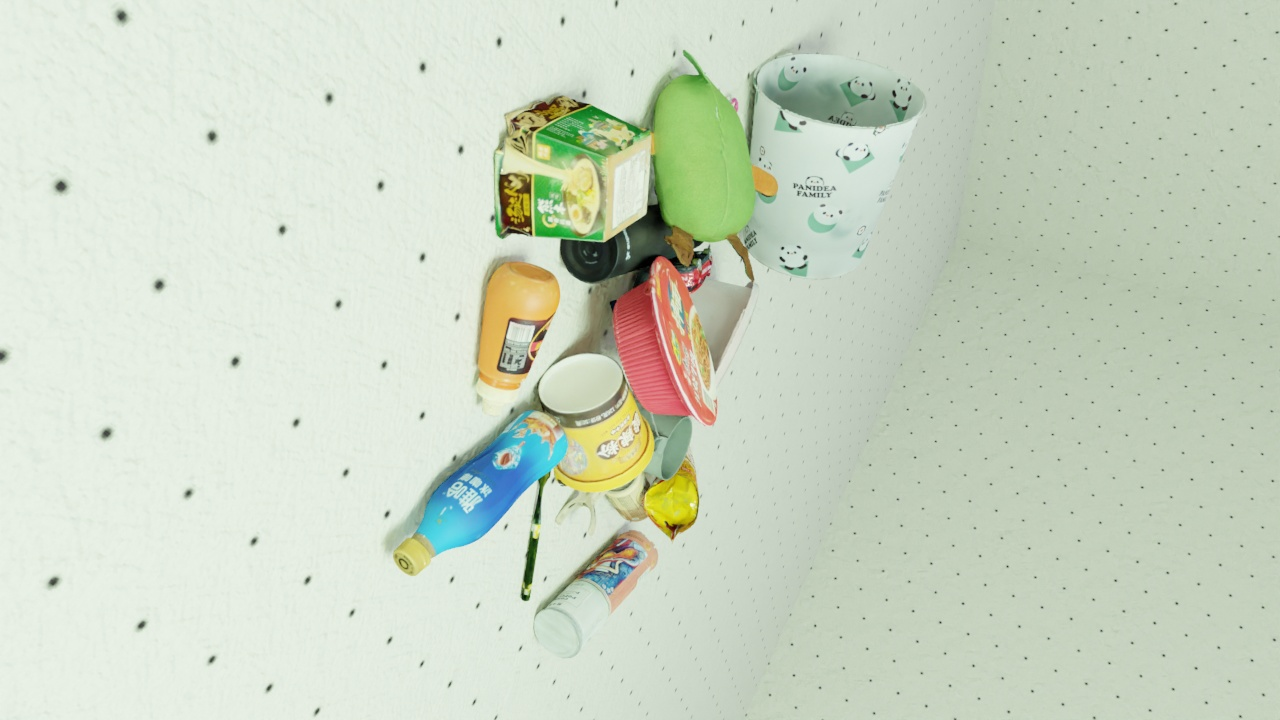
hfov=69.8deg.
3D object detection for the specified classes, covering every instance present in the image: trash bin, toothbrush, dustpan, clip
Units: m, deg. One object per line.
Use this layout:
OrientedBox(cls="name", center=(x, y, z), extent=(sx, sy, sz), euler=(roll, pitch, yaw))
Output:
OrientedBox(cls="trash bin", center=(0.254, -0.267, 1.294), extent=(0.228, 0.230, 0.252), euler=(-47, 153, -43))
OrientedBox(cls="toothbrush", center=(-0.123, 0.203, 1.080), extent=(0.017, 0.012, 0.186), euler=(-44, 147, -66))
OrientedBox(cls="dustpan", center=(0.098, 0.004, 1.252), extent=(0.222, 0.139, 0.273), euler=(-66, 156, -12))
OrientedBox(cls="clip", center=(-0.065, 0.167, 1.146), extent=(0.035, 0.070, 0.099), euler=(67, 41, -59))

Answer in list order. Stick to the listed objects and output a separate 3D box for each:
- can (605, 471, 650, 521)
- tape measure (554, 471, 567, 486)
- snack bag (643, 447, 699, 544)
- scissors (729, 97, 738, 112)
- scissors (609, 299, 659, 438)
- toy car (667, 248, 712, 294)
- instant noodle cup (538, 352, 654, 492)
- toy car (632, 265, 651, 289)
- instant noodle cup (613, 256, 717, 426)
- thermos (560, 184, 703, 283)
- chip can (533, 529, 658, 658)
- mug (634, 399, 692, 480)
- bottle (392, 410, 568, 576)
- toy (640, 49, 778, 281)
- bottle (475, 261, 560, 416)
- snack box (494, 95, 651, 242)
OrientedBox(cls="can", center=(-0.017, 0.171, 1.227), extent=(0.058, 0.058, 0.116), euler=(-62, 156, -20))
OrientedBox(cls="tape measure", center=(-0.077, 0.113, 1.088), extent=(0.059, 0.029, 0.057), euler=(-50, 149, -40))
OrientedBox(cls="snack bag", center=(0.052, 0.173, 1.276), extent=(0.207, 0.073, 0.128), euler=(-42, 131, -80))
OrientedBox(cls="scissors", center=(0.094, -0.275, 1.181), extent=(0.133, 0.017, 0.134), euler=(-57, 156, -18))
OrientedBox(cls="scissors", center=(-0.006, 0.007, 1.074), extent=(0.175, 0.012, 0.162), euler=(-94, 166, -77))
OrientedBox(cls="toy car", center=(0.055, -0.109, 1.118), extent=(0.120, 0.053, 0.045), euler=(-50, 138, -65))
OrientedBox(cls="instant noodle cup", center=(-0.053, 0.063, 1.003), extent=(0.118, 0.119, 0.114), euler=(-53, 143, -36))
OrientedBox(cls="toy car", center=(0.008, -0.085, 1.116), extent=(0.043, 0.034, 0.090), euler=(22, 86, -64))
OrientedBox(cls="instant noodle cup", center=(0.024, -0.013, 1.000), extent=(0.193, 0.066, 0.194), euler=(-18, 90, -74))
OrientedBox(cls="thermos", center=(-0.002, -0.148, 1.020), extent=(0.241, 0.069, 0.090), euler=(-29, 101, -60))
OrientedBox(cls="chip can", center=(-0.054, 0.310, 1.240), extent=(0.214, 0.071, 0.071), euler=(-34, 138, -54))
OrientedBox(cls="mug", center=(-0.006, 0.090, 1.133), extent=(0.124, 0.103, 0.083), euler=(26, 84, -66))
OrientedBox(cls="bottle", center=(-0.152, 0.127, 0.884), extent=(0.218, 0.065, 0.065), euler=(-44, 146, -47))
OrientedBox(cls="toy", center=(0.067, -0.205, 0.999), extent=(0.226, 0.090, 0.246), euler=(8, 71, -37))
OrientedBox(cls="bottle", center=(-0.122, -0.015, 0.855), extent=(0.066, 0.067, 0.150), euler=(-22, 135, -60))
OrientedBox(cls="snack box", center=(-0.055, -0.163, 0.822), extent=(0.118, 0.106, 0.118), euler=(-41, 144, -47))
